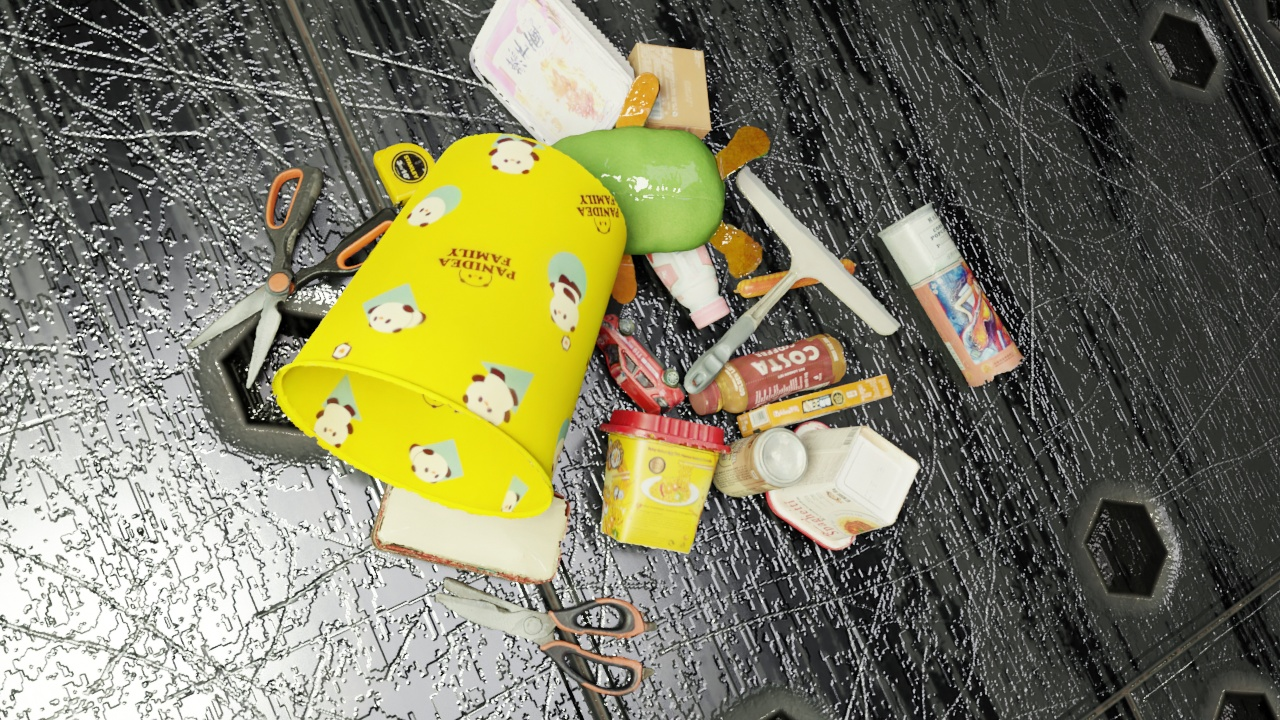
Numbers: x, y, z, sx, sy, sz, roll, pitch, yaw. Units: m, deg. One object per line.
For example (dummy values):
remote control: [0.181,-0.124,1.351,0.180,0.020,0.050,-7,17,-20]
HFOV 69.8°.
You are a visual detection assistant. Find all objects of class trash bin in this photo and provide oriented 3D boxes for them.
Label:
trash bin: [-0.137,-0.033,0.767,0.229,0.230,0.254,27,60,-11]

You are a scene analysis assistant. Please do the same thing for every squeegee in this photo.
squeegee: [0.119,-0.043,0.968,0.246,0.039,0.246,45,64,-2]

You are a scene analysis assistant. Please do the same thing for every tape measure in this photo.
tape measure: [-0.235,-0.188,0.925,0.057,0.029,0.060,-26,86,-22]

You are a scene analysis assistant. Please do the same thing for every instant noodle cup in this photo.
instant noodle cup: [-0.083,-0.303,0.958,0.173,0.138,0.060,48,44,1]
instant noodle cup: [0.211,0.125,0.953,0.116,0.124,0.116,35,69,-8]
instant noodle cup: [0.015,0.118,0.900,0.116,0.116,0.123,13,84,-16]

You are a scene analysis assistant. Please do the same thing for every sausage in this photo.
sausage: [0.179,-0.094,1.050,0.165,0.021,0.021,-13,82,-22]

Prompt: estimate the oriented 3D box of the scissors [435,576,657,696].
scissors: [-0.085,0.246,0.882,0.194,0.015,0.206,-29,88,-21]

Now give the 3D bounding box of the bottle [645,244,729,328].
bottle: [0.033,-0.129,0.986,0.068,0.068,0.197,-30,92,-23]

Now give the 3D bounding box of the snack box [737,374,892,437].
snack box: [0.187,0.049,0.989,0.153,0.075,0.026,-13,83,-21]

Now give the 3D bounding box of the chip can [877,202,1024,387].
chip can: [0.366,-0.076,1.084,0.071,0.071,0.214,-30,89,-23]

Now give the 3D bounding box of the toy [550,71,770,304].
toy: [0.002,-0.166,0.906,0.247,0.090,0.227,7,98,4]

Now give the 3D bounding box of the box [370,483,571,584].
box: [-0.155,0.151,0.845,0.168,0.079,0.091,17,71,-14]

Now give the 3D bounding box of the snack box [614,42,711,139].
snack box: [0.021,-0.276,0.999,0.077,0.095,0.092,0,77,-20]

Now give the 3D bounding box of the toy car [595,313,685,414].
toy car: [-0.006,0.005,0.945,0.045,0.053,0.120,-41,92,-25]

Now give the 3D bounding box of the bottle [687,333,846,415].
bottle: [0.136,0.018,0.988,0.174,0.058,0.057,-15,83,-22]

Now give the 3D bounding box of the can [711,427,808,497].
can: [0.118,0.105,0.929,0.058,0.116,0.058,5,75,-19]

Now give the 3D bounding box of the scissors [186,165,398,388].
scissors: [-0.326,-0.090,0.863,0.221,0.022,0.224,-20,71,-4]
